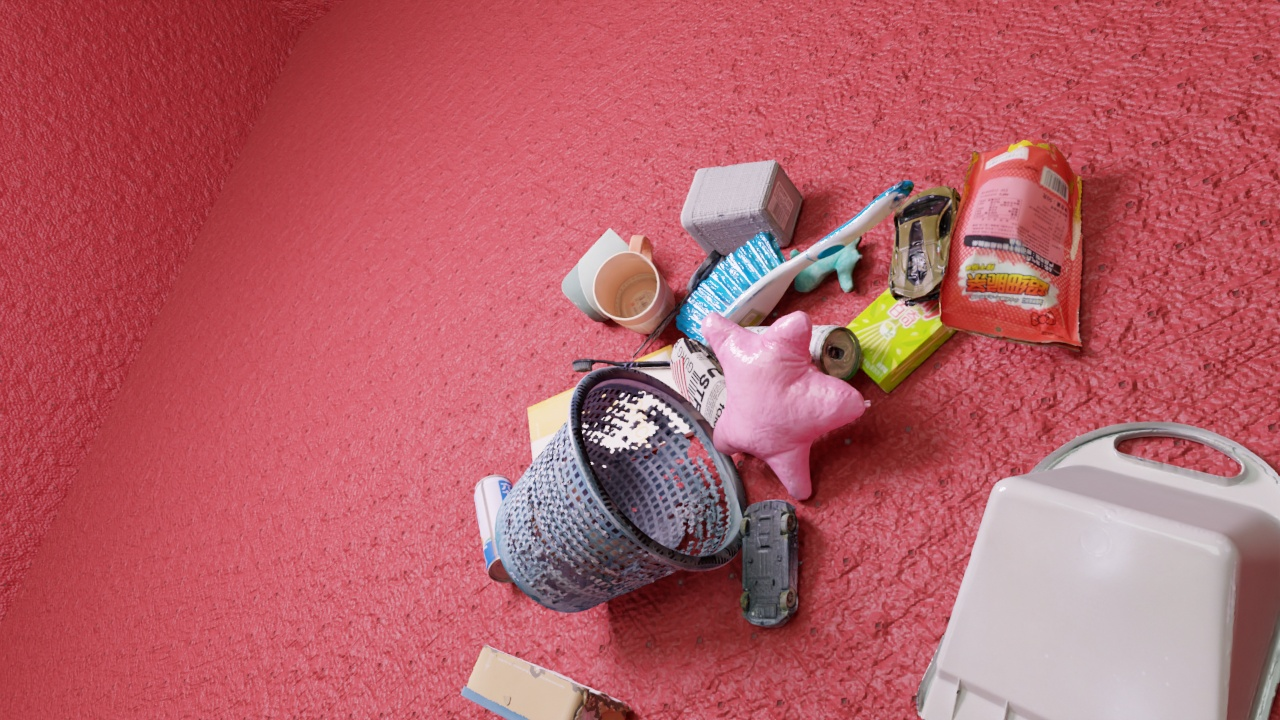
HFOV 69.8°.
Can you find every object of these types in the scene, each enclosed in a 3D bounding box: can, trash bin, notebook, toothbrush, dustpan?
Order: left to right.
[{"bbox_3d":[-0.171,0.205,1.130,0.053,0.053,0.134,-39,40,14],"label":"can"},{"bbox_3d":[-0.037,0.150,0.940,0.196,0.226,0.226,-41,38,32],"label":"trash bin"},{"bbox_3d":[-0.040,0.072,1.107,0.206,0.010,0.145,-23,45,11],"label":"notebook"},{"bbox_3d":[-0.007,0.007,1.126,0.189,0.014,0.016,0,60,31],"label":"toothbrush"},{"bbox_3d":[0.158,-0.007,0.956,0.147,0.058,0.058,2,61,58],"label":"can"},{"bbox_3d":[0.358,0.175,0.679,0.223,0.142,0.258,15,101,49],"label":"dustpan"}]

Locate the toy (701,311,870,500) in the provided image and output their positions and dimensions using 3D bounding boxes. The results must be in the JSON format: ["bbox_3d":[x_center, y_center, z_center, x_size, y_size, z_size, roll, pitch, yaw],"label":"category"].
[{"bbox_3d":[0.138,0.045,0.886,0.179,0.195,0.074,6,21,40],"label":"toy"}]

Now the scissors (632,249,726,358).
[{"bbox_3d":[0.053,-0.072,1.120,0.177,0.014,0.160,-45,-10,-31],"label":"scissors"}]

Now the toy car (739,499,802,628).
[{"bbox_3d":[0.124,0.192,0.871,0.054,0.036,0.120,-13,62,37],"label":"toy car"}]

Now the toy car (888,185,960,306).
[{"bbox_3d":[0.284,-0.119,0.916,0.070,0.042,0.157,-16,44,35],"label":"toy car"}]

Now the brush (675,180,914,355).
[{"bbox_3d":[0.162,-0.109,1.018,0.315,0.060,0.109,-48,44,27],"label":"brush"}]

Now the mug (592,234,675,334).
[{"bbox_3d":[-0.003,-0.095,1.136,0.082,0.106,0.114,4,82,14],"label":"mug"}]

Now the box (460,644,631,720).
[{"bbox_3d":[-0.102,0.343,0.929,0.185,0.089,0.060,-1,60,46],"label":"box"}]

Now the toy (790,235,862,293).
[{"bbox_3d":[0.210,-0.106,1.027,0.092,0.030,0.096,-28,47,30],"label":"toy"}]

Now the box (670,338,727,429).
[{"bbox_3d":[0.075,0.033,1.017,0.055,0.070,0.164,-21,38,-19],"label":"box"}]

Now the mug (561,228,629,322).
[{"bbox_3d":[-0.038,-0.103,1.230,0.106,0.082,0.112,-47,63,4],"label":"mug"}]

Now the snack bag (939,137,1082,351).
[{"bbox_3d":[0.348,-0.107,0.850,0.128,0.073,0.207,16,63,5],"label":"snack bag"}]

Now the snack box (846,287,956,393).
[{"bbox_3d":[0.277,-0.047,0.919,0.156,0.026,0.085,-44,40,8],"label":"snack box"}]

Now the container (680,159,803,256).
[{"bbox_3d":[0.128,-0.186,1.125,0.114,0.090,0.090,-1,60,40],"label":"container"}]
